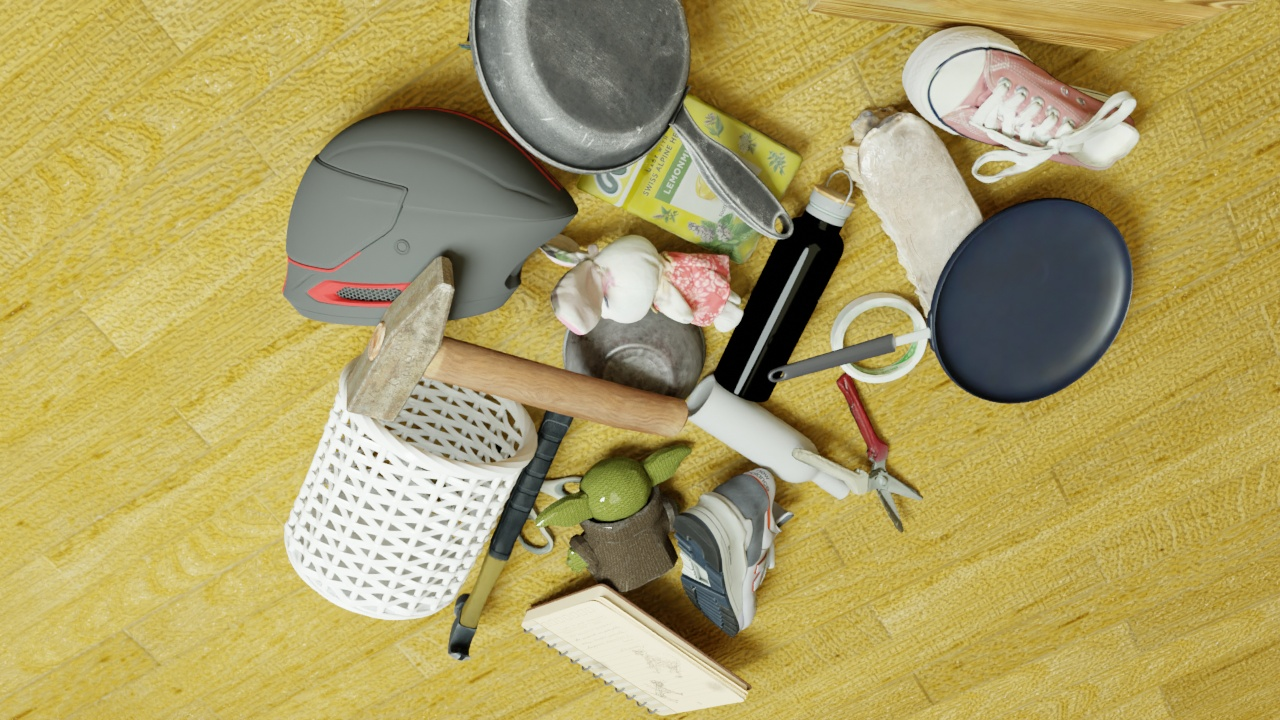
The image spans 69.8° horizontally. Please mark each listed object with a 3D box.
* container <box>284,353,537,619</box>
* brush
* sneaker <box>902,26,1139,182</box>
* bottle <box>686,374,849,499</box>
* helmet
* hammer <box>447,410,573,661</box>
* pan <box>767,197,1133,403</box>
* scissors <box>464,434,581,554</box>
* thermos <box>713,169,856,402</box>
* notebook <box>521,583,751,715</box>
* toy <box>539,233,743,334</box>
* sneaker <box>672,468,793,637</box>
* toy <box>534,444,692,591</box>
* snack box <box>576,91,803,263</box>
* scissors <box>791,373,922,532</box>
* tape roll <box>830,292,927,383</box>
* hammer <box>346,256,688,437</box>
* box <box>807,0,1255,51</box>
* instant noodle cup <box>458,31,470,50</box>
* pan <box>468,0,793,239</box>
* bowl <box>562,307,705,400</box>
[{"bbox_3d":[-0.221,0.115,0.881,0.189,0.189,0.187,24,113,-12],"label":"container"},{"bbox_3d":[0.279,-0.114,0.861,0.083,0.056,0.271,-34,112,8],"label":"brush"},{"bbox_3d":[0.331,-0.204,0.777,0.240,0.087,0.119,11,135,-21],"label":"sneaker"},{"bbox_3d":[0.138,0.087,0.952,0.195,0.052,0.052,33,109,-15],"label":"bottle"},{"bbox_3d":[-0.185,-0.128,0.783,0.265,0.164,0.170,2,109,6],"label":"helmet"},{"bbox_3d":[-0.136,0.175,0.946,0.025,0.117,0.334,20,113,-12],"label":"hammer"},{"bbox_3d":[0.286,-0.033,0.848,0.356,0.021,0.199,-15,114,-5],"label":"pan"},{"bbox_3d":[-0.116,0.145,0.992,0.157,0.012,0.169,0,115,-4],"label":"scissors"},{"bbox_3d":[0.144,-0.072,0.874,0.061,0.061,0.232,19,112,-10],"label":"thermos"},{"bbox_3d":[-0.010,0.333,1.033,0.225,0.024,0.168,39,137,-19],"label":"notebook"},{"bbox_3d":[0.004,-0.069,0.836,0.194,0.159,0.084,8,122,-20],"label":"toy"},{"bbox_3d":[0.110,0.200,0.981,0.124,0.089,0.240,-41,146,-21],"label":"sneaker"},{"bbox_3d":[-0.019,0.170,0.967,0.179,0.078,0.153,-24,119,-20],"label":"toy"},{"bbox_3d":[0.046,-0.173,0.834,0.181,0.045,0.121,25,112,-12],"label":"snack box"},{"bbox_3d":[0.229,0.103,0.961,0.179,0.015,0.195,-10,98,-31],"label":"scissors"},{"bbox_3d":[0.240,-0.022,0.924,0.094,0.018,0.094,-1,115,-2],"label":"tape roll"},{"bbox_3d":[-0.082,0.017,0.799,0.300,0.037,0.158,17,129,-30],"label":"hammer"},{"bbox_3d":[0.294,-0.384,0.638,0.279,0.269,0.264,7,99,-5],"label":"box"},{"bbox_3d":[-0.070,-0.297,0.736,0.137,0.137,0.112,7,106,-5],"label":"instant noodle cup"},{"bbox_3d":[0.022,-0.195,0.724,0.356,0.055,0.187,33,76,-33],"label":"pan"},{"bbox_3d":[-0.005,0.006,0.902,0.145,0.067,0.145,-1,114,-1],"label":"bowl"}]
